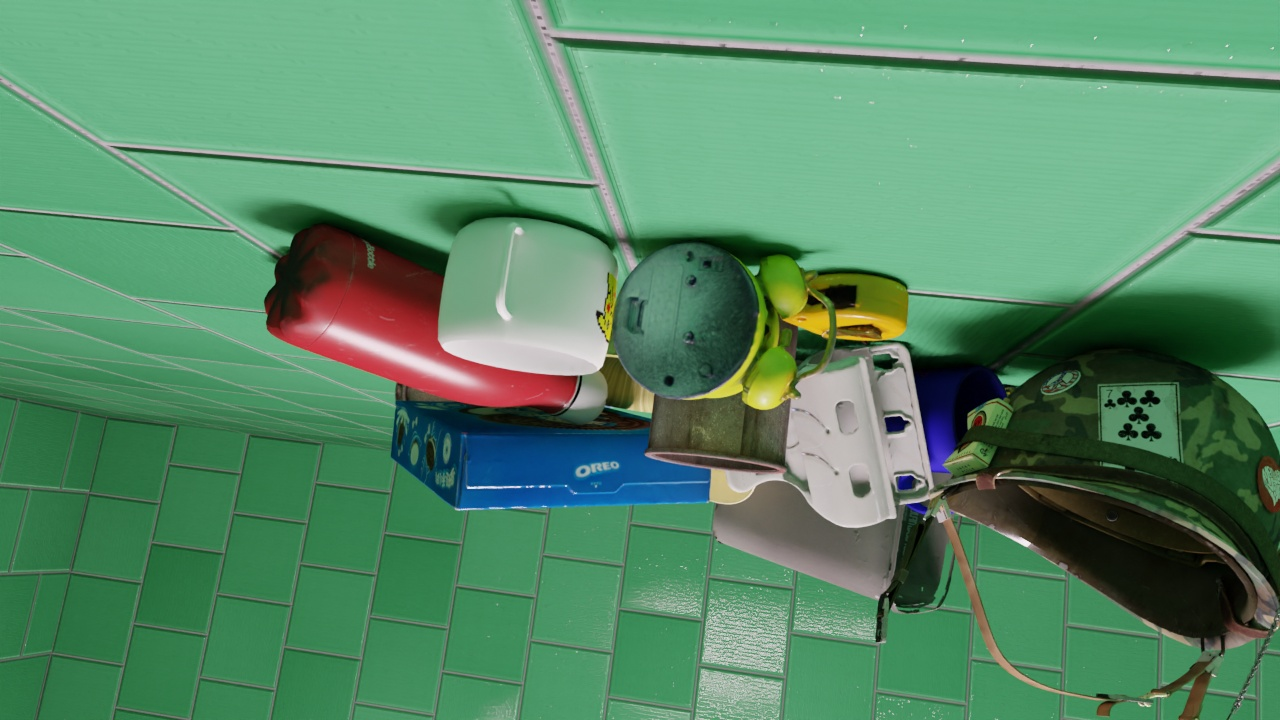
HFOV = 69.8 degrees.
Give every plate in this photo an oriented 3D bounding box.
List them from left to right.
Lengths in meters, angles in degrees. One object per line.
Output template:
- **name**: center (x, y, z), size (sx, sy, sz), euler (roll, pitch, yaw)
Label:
- **plate**: center (-0.005, 0.004, 0.740), size (0.184, 0.036, 0.184), euler (9, 165, 2)

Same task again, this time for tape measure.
- **tape measure**: center (0.121, -0.028, 0.519), size (0.068, 0.030, 0.059), euler (17, 168, -43)

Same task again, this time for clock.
- **clock**: center (0.043, -0.017, 0.486), size (0.119, 0.083, 0.057), euler (6, 175, 26)

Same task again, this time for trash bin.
- **trash bin**: center (0.220, 0.156, 1.023), size (0.220, 0.197, 0.197), euler (7, 173, 36)

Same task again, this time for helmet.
- **helmet**: center (0.276, 0.105, 0.556), size (0.193, 0.236, 0.224), euler (30, -177, 9)

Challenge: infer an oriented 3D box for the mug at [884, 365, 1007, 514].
- **mug**: center (0.222, 0.062, 0.697), size (0.079, 0.111, 0.084), euler (10, 170, -38)

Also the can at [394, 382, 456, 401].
- **can**: center (-0.191, 0.037, 0.911), size (0.090, 0.089, 0.074), euler (7, 169, 1)

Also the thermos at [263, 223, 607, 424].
- **thermos**: center (-0.116, -0.010, 0.597), size (0.239, 0.073, 0.073), euler (25, 161, -39)

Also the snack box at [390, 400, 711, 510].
- **snack box**: center (-0.083, 0.071, 0.745), size (0.195, 0.056, 0.239), euler (3, -177, -26)

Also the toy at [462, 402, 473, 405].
- **toy**: center (-0.159, -0.012, 0.786), size (0.090, 0.070, 0.103), euler (29, -178, -31)

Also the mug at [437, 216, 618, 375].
- **mug**: center (-0.062, -0.036, 0.494), size (0.094, 0.068, 0.115), euler (6, 169, 5)

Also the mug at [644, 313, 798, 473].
- **mug**: center (0.056, 0.018, 0.604), size (0.096, 0.110, 0.123), euler (11, 170, 7)

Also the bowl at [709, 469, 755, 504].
- **bowl**: center (0.090, 0.084, 0.981), size (0.118, 0.118, 0.073), euler (-2, -152, 42)

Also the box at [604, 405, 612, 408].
- **box**: center (-0.056, 0.033, 0.997), size (0.067, 0.052, 0.210), euler (29, 169, 6)

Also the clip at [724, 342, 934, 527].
- **clip**: center (0.127, 0.059, 0.661), size (0.151, 0.125, 0.089), euler (-10, -167, 15)

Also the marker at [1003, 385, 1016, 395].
- **marker**: center (0.293, 0.041, 0.798), size (0.017, 0.017, 0.146), euler (7, 169, 1)

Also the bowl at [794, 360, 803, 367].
- **bowl**: center (0.138, 0.038, 0.762), size (0.115, 0.062, 0.115), euler (7, 169, 1)
